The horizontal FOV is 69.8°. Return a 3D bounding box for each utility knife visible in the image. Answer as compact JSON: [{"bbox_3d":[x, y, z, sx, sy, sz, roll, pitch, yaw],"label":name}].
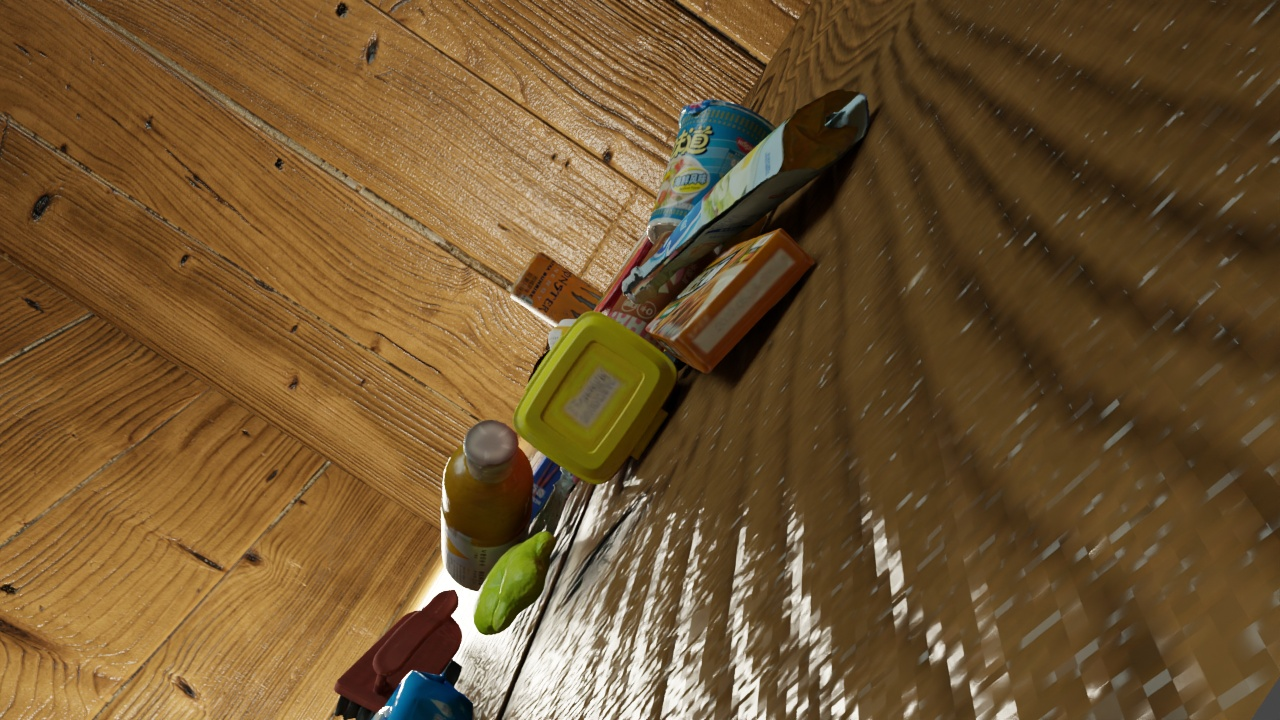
[{"bbox_3d":[0.061,-0.063,0.635,0.033,0.015,0.192,-16,36,49],"label":"utility knife"}]

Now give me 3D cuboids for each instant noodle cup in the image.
[{"bbox_3d":[0.029,-0.102,0.884,0.194,0.066,0.193,-56,7,10],"label":"instant noodle cup"},{"bbox_3d":[0.056,-0.138,0.752,0.109,0.099,0.099,-66,8,-16],"label":"instant noodle cup"}]

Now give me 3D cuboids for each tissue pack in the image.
[{"bbox_3d":[-0.134,0.226,0.478,0.095,0.052,0.157,-57,6,-3],"label":"tissue pack"}]

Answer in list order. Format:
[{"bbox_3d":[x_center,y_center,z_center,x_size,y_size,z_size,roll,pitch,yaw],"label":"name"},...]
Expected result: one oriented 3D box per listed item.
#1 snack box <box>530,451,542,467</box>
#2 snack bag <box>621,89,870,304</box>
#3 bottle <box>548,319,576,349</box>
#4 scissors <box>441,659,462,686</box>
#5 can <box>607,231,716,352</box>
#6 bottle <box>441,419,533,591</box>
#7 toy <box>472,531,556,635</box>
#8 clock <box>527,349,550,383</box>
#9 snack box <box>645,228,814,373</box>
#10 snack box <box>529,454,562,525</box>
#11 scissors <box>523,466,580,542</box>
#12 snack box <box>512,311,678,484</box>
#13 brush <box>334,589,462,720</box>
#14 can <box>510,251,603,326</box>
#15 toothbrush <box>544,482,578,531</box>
[{"bbox_3d":[-0.078,0.076,0.990,0.157,0.026,0.084,-55,6,12],"label":"snack box"},{"bbox_3d":[0.059,-0.097,0.581,0.110,0.039,0.191,-51,9,-33],"label":"snack bag"},{"bbox_3d":[-0.051,0.020,0.790,0.063,0.063,0.108,174,102,-83],"label":"bottle"},{"bbox_3d":[-0.182,0.298,0.685,0.159,0.014,0.171,-60,5,-25],"label":"scissors"},{"bbox_3d":[0.005,-0.028,0.698,0.147,0.058,0.058,-58,6,-20],"label":"can"},{"bbox_3d":[-0.115,0.111,0.689,0.190,0.068,0.067,105,-169,-52],"label":"bottle"},{"bbox_3d":[-0.087,0.152,0.615,0.100,0.031,0.096,-53,9,32],"label":"toy"},{"bbox_3d":[-0.062,0.023,0.877,0.055,0.082,0.121,-42,12,44],"label":"clock"},{"bbox_3d":[0.043,-0.033,0.505,0.075,0.026,0.154,-46,6,0],"label":"snack box"},{"bbox_3d":[-0.104,0.128,0.913,0.157,0.026,0.084,-55,5,12],"label":"snack box"},{"bbox_3d":[-0.058,0.080,0.654,0.017,0.077,0.138,10,-61,-49],"label":"scissors"},{"bbox_3d":[-0.023,0.026,0.578,0.091,0.082,0.080,-56,-8,-1],"label":"snack box"},{"bbox_3d":[-0.191,0.245,0.766,0.145,0.063,0.069,-43,-24,-74],"label":"brush"},{"bbox_3d":[-0.064,-0.052,0.969,0.058,0.146,0.058,-56,6,8],"label":"can"},{"bbox_3d":[-0.061,0.106,0.723,0.188,0.018,0.014,-59,0,-39],"label":"toothbrush"}]
